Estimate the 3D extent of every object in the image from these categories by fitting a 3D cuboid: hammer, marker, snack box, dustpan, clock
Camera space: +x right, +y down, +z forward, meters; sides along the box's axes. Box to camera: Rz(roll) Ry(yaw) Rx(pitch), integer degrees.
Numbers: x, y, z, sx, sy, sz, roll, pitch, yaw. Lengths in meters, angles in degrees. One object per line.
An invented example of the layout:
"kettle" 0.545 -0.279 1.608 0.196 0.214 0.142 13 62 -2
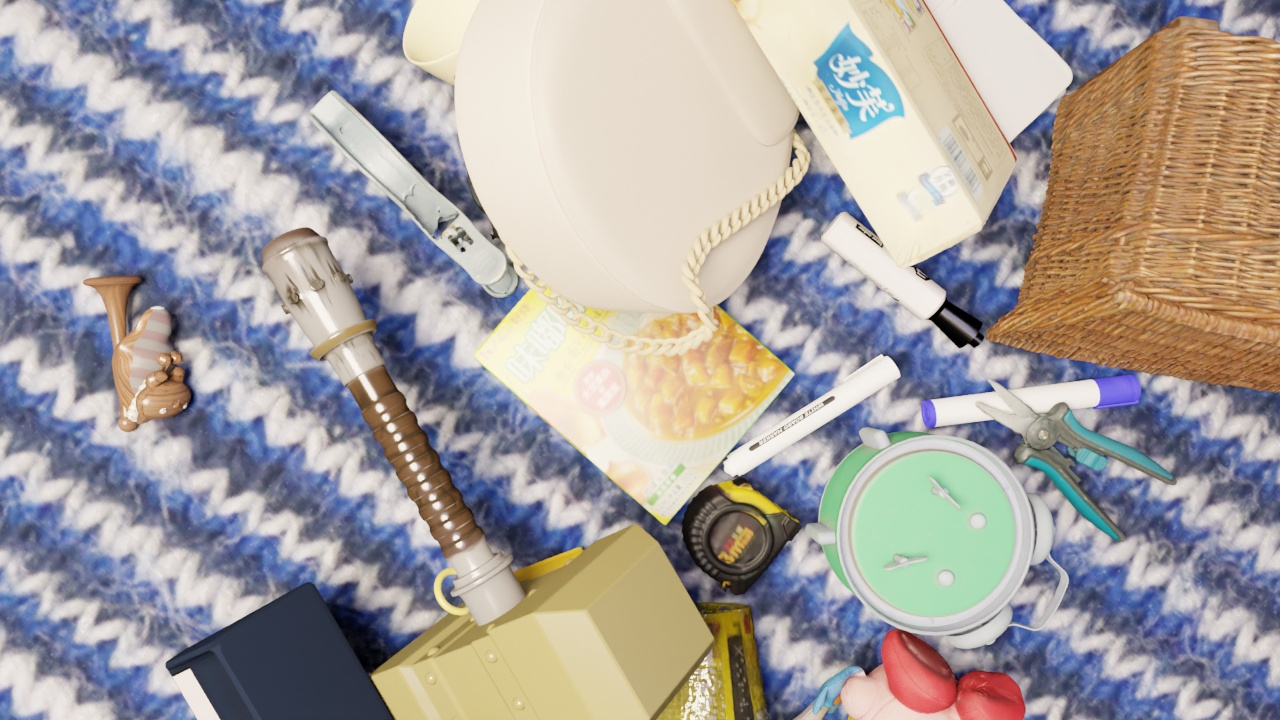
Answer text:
"hammer" -0.120 0.071 0.525 0.191 0.100 0.325 -30 90 35
"marker" 0.112 0.037 0.612 0.133 0.017 0.020 -32 54 -1
"snack box" 0.137 -0.174 0.537 0.055 0.152 0.207 -29 99 37
"snack box" -0.004 0.004 0.603 0.168 0.027 0.132 41 88 0
"dustpan" -0.170 0.251 0.505 0.274 0.080 0.236 -30 90 30
"clock" 0.197 0.117 0.583 0.161 0.075 0.122 30 88 -2
"marker" 0.176 -0.051 0.610 0.126 0.025 0.025 38 88 -1
"marker" 0.261 0.028 0.614 0.141 0.020 0.020 -7 89 -2

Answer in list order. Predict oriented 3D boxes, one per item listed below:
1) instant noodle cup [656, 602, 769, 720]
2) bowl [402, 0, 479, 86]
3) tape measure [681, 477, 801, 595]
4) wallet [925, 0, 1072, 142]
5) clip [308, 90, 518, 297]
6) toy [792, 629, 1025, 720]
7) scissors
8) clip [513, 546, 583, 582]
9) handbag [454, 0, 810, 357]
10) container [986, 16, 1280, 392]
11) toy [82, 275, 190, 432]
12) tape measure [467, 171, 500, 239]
"instant noodle cup" 0.037 0.210 0.573 0.102 0.102 0.108 -1 80 -2
"bowl" -0.080 -0.210 0.576 0.074 0.118 0.118 37 88 -43
"tape measure" 0.059 0.112 0.600 0.062 0.038 0.067 37 91 -9
"wallet" 0.218 -0.197 0.612 0.086 0.032 0.116 -42 92 9
"clip" -0.140 -0.102 0.594 0.028 0.108 0.163 -45 86 -1
"toy" 0.162 0.244 0.577 0.124 0.096 0.132 24 115 -10
"scissors" 0.288 0.064 0.606 0.149 0.019 0.122 -3 103 1
"clip" -0.055 0.154 0.607 0.053 0.035 0.046 -20 71 -3
"handbag" 0.006 -0.134 0.513 0.210 0.103 0.208 47 60 -39
"container" 0.367 -0.084 0.552 0.250 0.162 0.183 9 85 -2
"toy" -0.321 -0.003 0.590 0.055 0.041 0.102 1 98 20
"tape measure" -0.076 -0.118 0.596 0.071 0.042 0.072 -18 94 -1
